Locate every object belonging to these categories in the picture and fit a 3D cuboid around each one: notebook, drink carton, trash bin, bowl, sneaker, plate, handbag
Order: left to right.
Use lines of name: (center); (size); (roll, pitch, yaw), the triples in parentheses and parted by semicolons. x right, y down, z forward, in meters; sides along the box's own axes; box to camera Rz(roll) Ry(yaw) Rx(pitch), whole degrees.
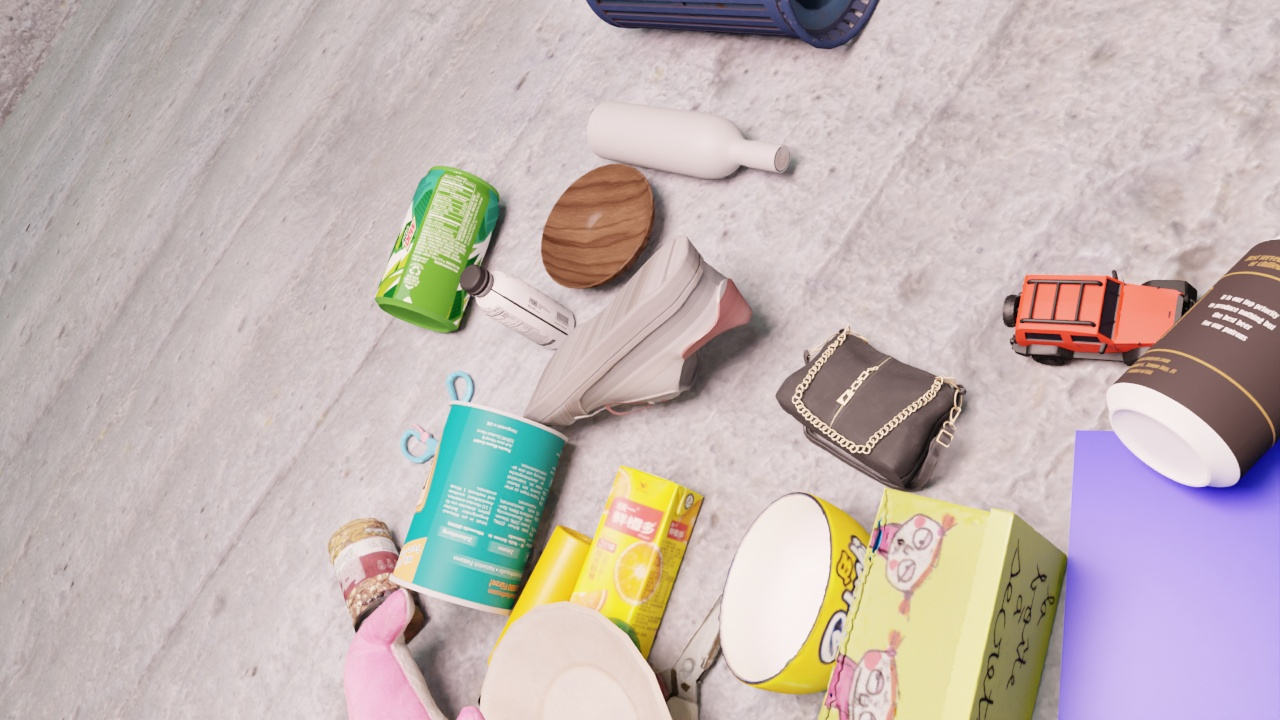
plate: (-0.040, 0.256, 0.611); (0.189, 0.027, 0.188); (-6, 81, 42)
bowl: (-0.031, -0.112, 0.804); (0.119, 0.032, 0.119); (-16, 61, 30)
drink carton: (-0.006, 0.149, 0.663); (0.059, 0.043, 0.134); (13, 79, 37)
sneaker: (-0.005, 0.004, 0.704); (0.237, 0.089, 0.099); (-39, 21, 45)
trash bin: (0.064, -0.342, 0.771); (0.250, 0.139, 0.139); (22, 84, 42)
bowl: (0.106, 0.145, 0.552); (0.117, 0.067, 0.117); (-55, 20, 31)
handbag: (0.150, 0.027, 0.603); (0.079, 0.054, 0.128); (-49, 46, -7)
notebook: (0.303, 0.139, 0.454); (0.172, 0.022, 0.208); (-2, 69, 38)

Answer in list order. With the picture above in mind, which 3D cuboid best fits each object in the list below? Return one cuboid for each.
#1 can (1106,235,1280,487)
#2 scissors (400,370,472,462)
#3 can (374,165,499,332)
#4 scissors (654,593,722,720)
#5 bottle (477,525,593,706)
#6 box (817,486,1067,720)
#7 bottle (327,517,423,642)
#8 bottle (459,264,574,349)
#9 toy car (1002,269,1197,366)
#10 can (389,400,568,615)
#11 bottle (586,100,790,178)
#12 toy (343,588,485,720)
can: (0.306, 0.000, 0.464); (0.128, 0.072, 0.072); (-43, 50, -5)
scissors: (-0.165, 0.062, 0.842); (0.139, 0.015, 0.118); (14, 80, 33)
can: (-0.194, -0.107, 0.888); (0.083, 0.083, 0.144); (8, 75, 38)
scissors: (0.013, 0.234, 0.627); (0.140, 0.015, 0.188); (-9, 65, 35)
bottle: (-0.077, 0.198, 0.691); (0.043, 0.043, 0.143); (24, 85, 41)
box: (0.152, 0.187, 0.478); (0.079, 0.124, 0.220); (12, 75, 39)
bottle: (-0.232, 0.193, 0.799); (0.056, 0.056, 0.105); (-46, 50, 11)
bottle: (-0.105, -0.047, 0.774); (0.041, 0.116, 0.041); (-16, 61, 30)
toy car: (0.266, -0.025, 0.535); (0.100, 0.048, 0.051); (5, 73, 38)
can: (-0.126, 0.116, 0.727); (0.099, 0.099, 0.143); (7, 74, 38)
bottle: (0.040, -0.182, 0.770); (0.195, 0.052, 0.052); (21, 83, 40)
toy: (-0.177, 0.296, 0.634); (0.265, 0.127, 0.187); (57, 132, 40)
